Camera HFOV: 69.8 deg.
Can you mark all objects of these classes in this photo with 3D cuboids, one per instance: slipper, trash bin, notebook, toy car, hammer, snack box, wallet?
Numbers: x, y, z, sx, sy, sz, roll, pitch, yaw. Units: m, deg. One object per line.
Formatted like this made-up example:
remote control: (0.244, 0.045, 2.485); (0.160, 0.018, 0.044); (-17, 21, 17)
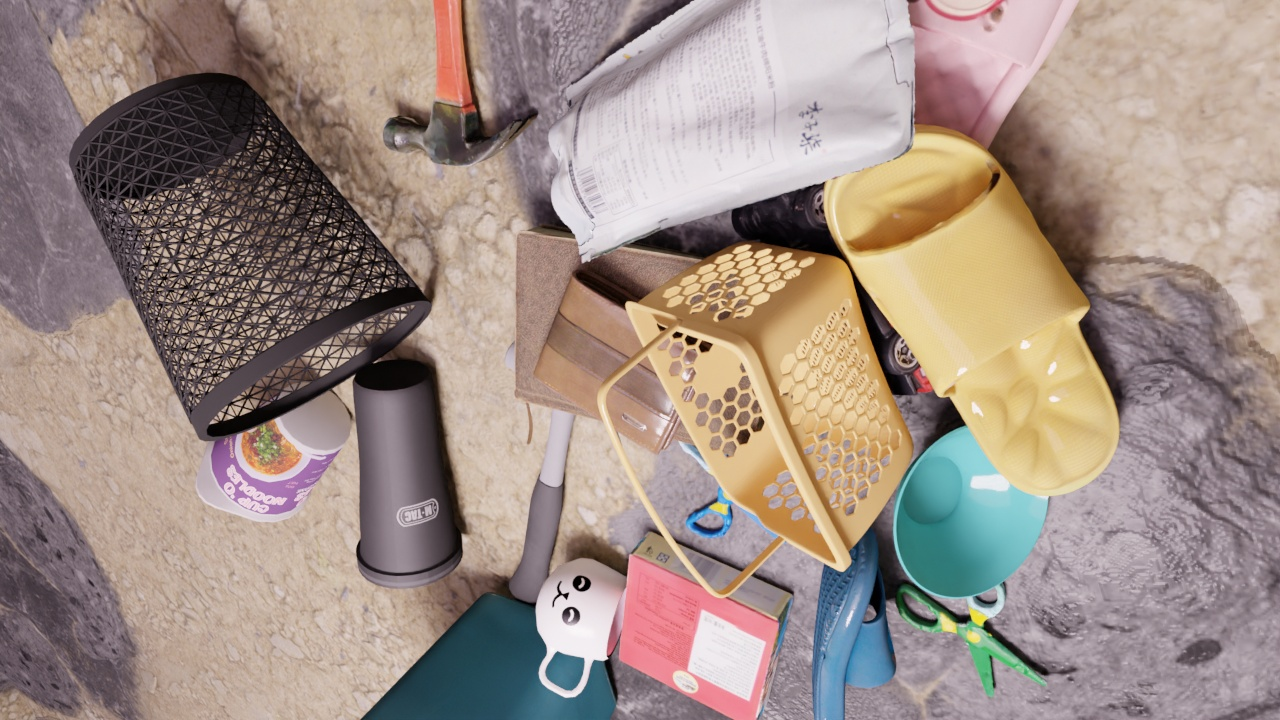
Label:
slipper: (0.165, 0.210, 0.711); (0.059, 0.103, 0.214); (4, 128, 6)
slipper: (0.173, -0.182, 0.499); (0.107, 0.055, 0.222); (24, 128, 16)
trash bin: (-0.338, -0.092, 0.782); (0.218, 0.216, 0.243); (-34, 89, 40)
slipper: (0.205, -0.018, 0.523); (0.099, 0.078, 0.263); (-34, 111, 8)
notebook: (-0.004, 0.002, 0.705); (0.216, 0.034, 0.190); (14, 113, 22)
toy car: (0.125, -0.057, 0.590); (0.189, 0.056, 0.082); (59, 160, -17)
trash bin: (-0.147, 0.368, 0.893); (0.197, 0.217, 0.199); (11, 131, 28)
hammer: (-0.083, 0.129, 0.856); (0.125, 0.029, 0.312); (27, 128, 18)
snack box: (0.054, 0.243, 0.826); (0.143, 0.040, 0.145); (20, 126, 21)
hammer: (-0.139, -0.300, 0.644); (0.133, 0.033, 0.334); (17, 123, 25)
wallet: (-0.016, 0.002, 0.675); (0.121, 0.026, 0.099); (32, 121, 12)

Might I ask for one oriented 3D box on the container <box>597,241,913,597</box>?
container: (0.064, 0.039, 0.567); (0.129, 0.166, 0.183); (22, 148, 53)

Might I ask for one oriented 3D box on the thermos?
thermos: (-0.233, 0.112, 0.898); (0.106, 0.105, 0.219); (14, 118, 25)

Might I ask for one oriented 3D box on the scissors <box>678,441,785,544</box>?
scissors: (0.072, 0.106, 0.757); (0.129, 0.013, 0.126); (48, 132, -3)

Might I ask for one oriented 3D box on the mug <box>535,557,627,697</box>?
mug: (-0.060, 0.245, 0.850); (0.076, 0.123, 0.090); (14, 158, 12)

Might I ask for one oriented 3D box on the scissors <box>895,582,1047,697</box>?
scissors: (0.259, 0.202, 0.694); (0.130, 0.012, 0.117); (34, 129, 13)

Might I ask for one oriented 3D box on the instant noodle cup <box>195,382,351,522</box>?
instant noodle cup: (-0.376, 0.090, 0.959); (0.122, 0.136, 0.122); (-38, 84, 31)

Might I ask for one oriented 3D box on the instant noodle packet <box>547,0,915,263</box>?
instant noodle packet: (0.045, -0.155, 0.563); (0.270, 0.057, 0.146); (-13, 79, 45)

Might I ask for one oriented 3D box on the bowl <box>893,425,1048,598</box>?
bowl: (0.212, 0.095, 0.623); (0.121, 0.121, 0.046); (69, 167, -18)
